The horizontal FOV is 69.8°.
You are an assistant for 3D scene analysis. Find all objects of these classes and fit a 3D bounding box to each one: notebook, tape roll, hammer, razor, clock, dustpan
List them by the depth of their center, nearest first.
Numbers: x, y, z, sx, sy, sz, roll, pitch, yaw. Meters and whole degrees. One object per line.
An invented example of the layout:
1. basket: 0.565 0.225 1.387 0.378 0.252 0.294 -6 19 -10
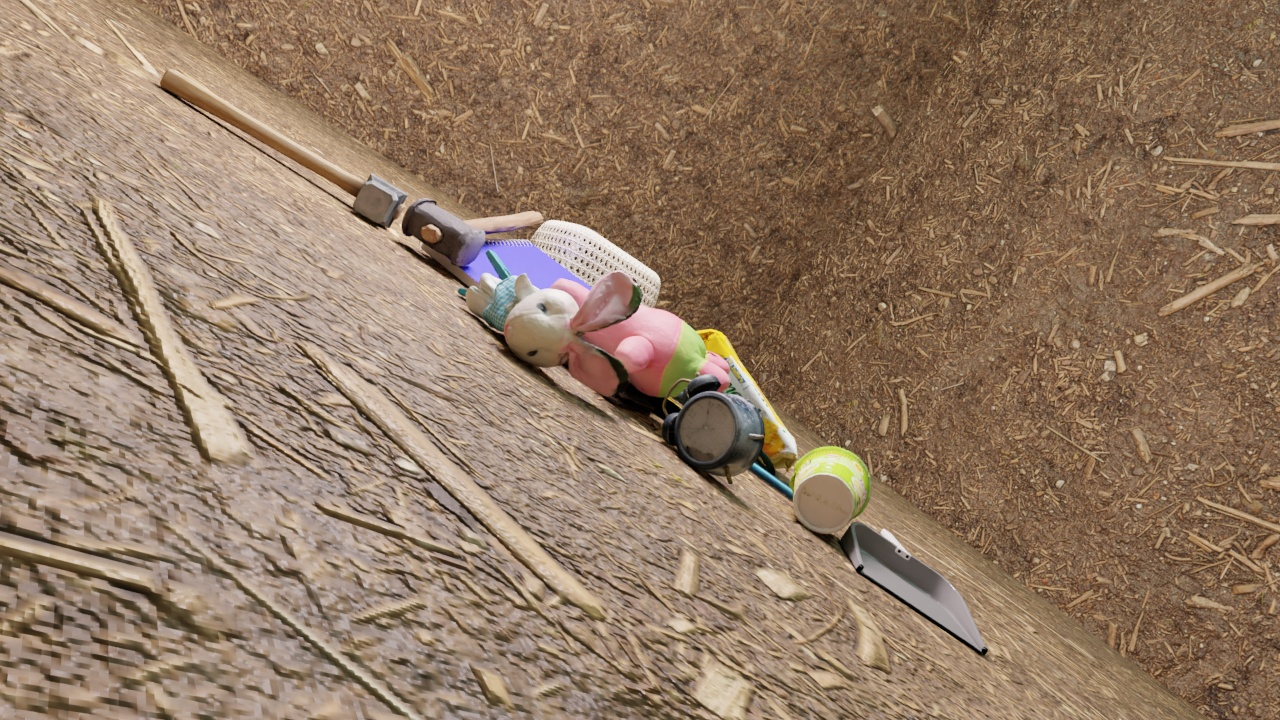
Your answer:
1. clock: 0.073 0.068 0.968 0.129 0.090 0.052 41 14 37
2. dustpan: 0.314 0.249 1.100 0.163 0.033 0.257 34 4 1
3. hammer: -0.454 -0.274 1.180 0.322 0.051 0.117 30 5 -13
4. tape roll: 0.025 0.058 1.199 0.091 0.016 0.093 33 5 -13
5. razor: 0.151 0.139 1.211 0.144 0.022 0.042 40 -13 18
6. notebook: -0.175 -0.122 1.263 0.171 0.022 0.208 37 25 27
7. hammer: -0.211 -0.189 1.288 0.098 0.052 0.327 31 20 10

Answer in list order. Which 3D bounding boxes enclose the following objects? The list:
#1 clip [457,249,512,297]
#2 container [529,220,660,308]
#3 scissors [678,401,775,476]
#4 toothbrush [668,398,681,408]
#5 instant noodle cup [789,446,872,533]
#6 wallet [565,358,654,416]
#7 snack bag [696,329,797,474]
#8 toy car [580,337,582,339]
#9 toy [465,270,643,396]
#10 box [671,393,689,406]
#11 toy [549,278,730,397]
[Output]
1. clip: -0.136 -0.078 1.049 0.127 0.113 0.028 48 10 9
2. container: -0.087 -0.118 1.478 0.246 0.142 0.185 30 -6 -40
3. scissors: 0.119 0.092 1.243 0.204 0.015 0.202 48 -13 -14
4. toothbrush: 0.055 0.071 1.265 0.021 0.016 0.135 22 11 -45
5. instant noodle cup: 0.223 0.159 1.091 0.099 0.099 0.107 34 12 11
6. wallet: -0.044 0.018 1.077 0.120 0.031 0.099 42 6 24
7. snack bag: 0.145 0.056 1.353 0.247 0.068 0.159 56 9 5
8. toy car: -0.071 -0.056 1.189 0.055 0.056 0.153 64 27 -15
9. toy: -0.109 -0.047 0.933 0.205 0.131 0.105 22 19 31
10. box: -0.004 0.004 1.237 0.125 0.075 0.197 8 17 -32
11. toy: -0.007 -0.023 1.072 0.237 0.097 0.192 29 6 0
